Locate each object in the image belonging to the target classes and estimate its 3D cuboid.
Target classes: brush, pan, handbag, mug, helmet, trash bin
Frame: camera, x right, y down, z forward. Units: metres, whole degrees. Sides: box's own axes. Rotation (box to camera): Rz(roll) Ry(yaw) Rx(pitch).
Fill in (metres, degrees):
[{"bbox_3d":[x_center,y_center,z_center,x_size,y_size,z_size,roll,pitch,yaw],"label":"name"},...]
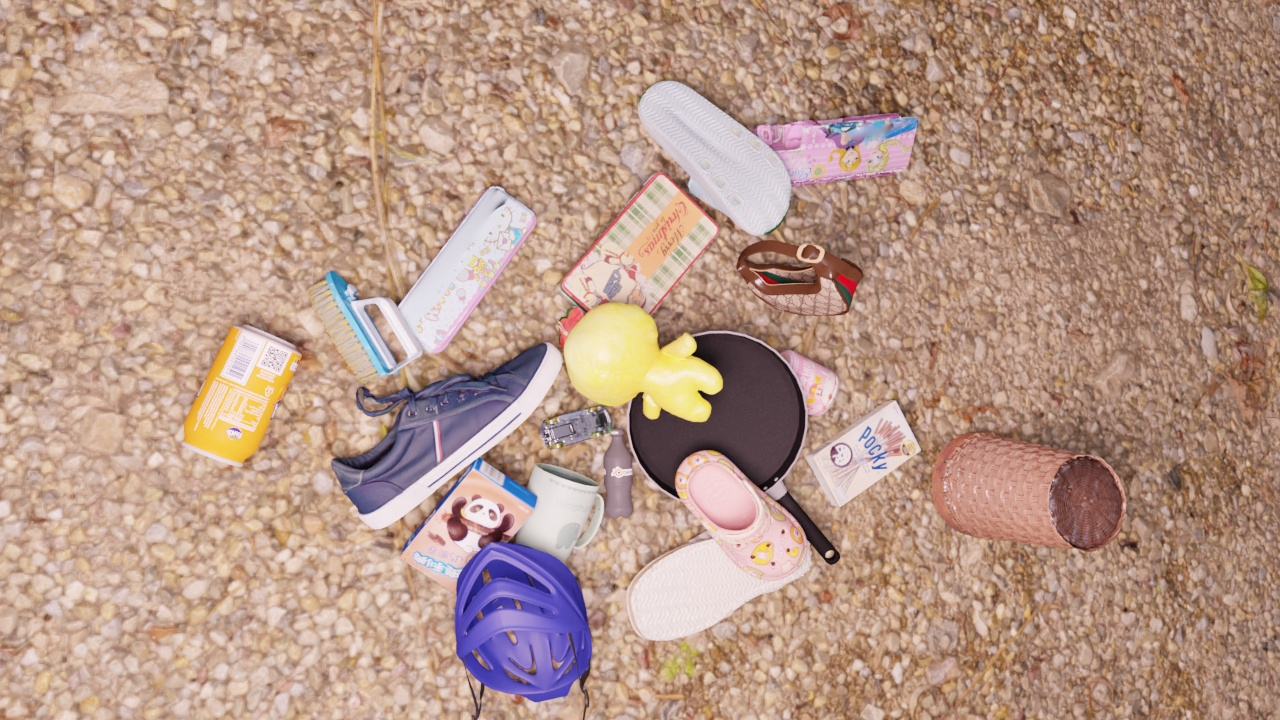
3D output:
[{"bbox_3d":[-0.314,-0.046,1.043,0.075,0.055,0.136,-31,91,5],"label":"brush"},{"bbox_3d":[0.137,0.123,1.164,0.225,0.034,0.356,-40,98,4],"label":"pan"},{"bbox_3d":[0.198,-0.108,1.156,0.138,0.167,0.063,26,78,-31],"label":"handbag"},{"bbox_3d":[-0.093,0.188,1.104,0.111,0.084,0.104,17,91,-42],"label":"mug"},{"bbox_3d":[-0.128,0.330,1.005,0.148,0.227,0.242,-13,129,2],"label":"helmet"},{"bbox_3d":[0.513,0.172,1.222,0.151,0.210,0.151,1,86,-18],"label":"trash bin"}]

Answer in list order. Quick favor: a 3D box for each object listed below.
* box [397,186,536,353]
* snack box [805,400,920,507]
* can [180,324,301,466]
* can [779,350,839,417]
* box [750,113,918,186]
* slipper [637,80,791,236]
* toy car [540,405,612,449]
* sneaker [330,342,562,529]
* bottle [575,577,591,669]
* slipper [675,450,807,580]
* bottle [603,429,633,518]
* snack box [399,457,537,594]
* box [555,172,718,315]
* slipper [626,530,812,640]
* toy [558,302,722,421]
[{"bbox_3d":[-0.210,-0.109,1.098,0.076,0.036,0.214,37,78,-12],"label":"box"},{"bbox_3d":[0.306,0.126,1.255,0.149,0.026,0.082,-31,96,-16],"label":"snack box"},{"bbox_3d":[-0.434,0.037,0.998,0.079,0.079,0.142,25,80,-15],"label":"can"},{"bbox_3d":[0.212,0.030,1.208,0.076,0.067,0.067,25,80,-16],"label":"can"},{"bbox_3d":[0.266,-0.288,1.234,0.230,0.077,0.084,-10,90,-18],"label":"box"},{"bbox_3d":[0.094,-0.260,1.185,0.245,0.074,0.104,45,74,6],"label":"slipper"},{"bbox_3d":[-0.080,0.082,1.134,0.089,0.027,0.038,-14,88,-16],"label":"toy car"},{"bbox_3d":[-0.227,0.053,1.051,0.294,0.121,0.127,-38,111,-13],"label":"sneaker"},{"bbox_3d":[-0.077,0.325,1.123,0.030,0.030,0.113,-12,91,-18],"label":"bottle"},{"bbox_3d":[0.122,0.195,1.116,0.197,0.081,0.093,44,93,-4],"label":"slipper"},{"bbox_3d":[-0.028,0.141,1.143,0.036,0.036,0.110,-1,88,-18],"label":"bottle"},{"bbox_3d":[-0.198,0.192,1.055,0.087,0.034,0.151,37,107,-12],"label":"snack box"},{"bbox_3d":[-0.003,-0.129,1.158,0.117,0.050,0.205,44,75,-12],"label":"box"},{"bbox_3d":[0.102,0.275,1.171,0.272,0.054,0.114,-17,91,-26],"label":"slipper"},{"bbox_3d":[-0.006,0.006,1.083,0.207,0.092,0.134,20,116,-4],"label":"toy"}]
